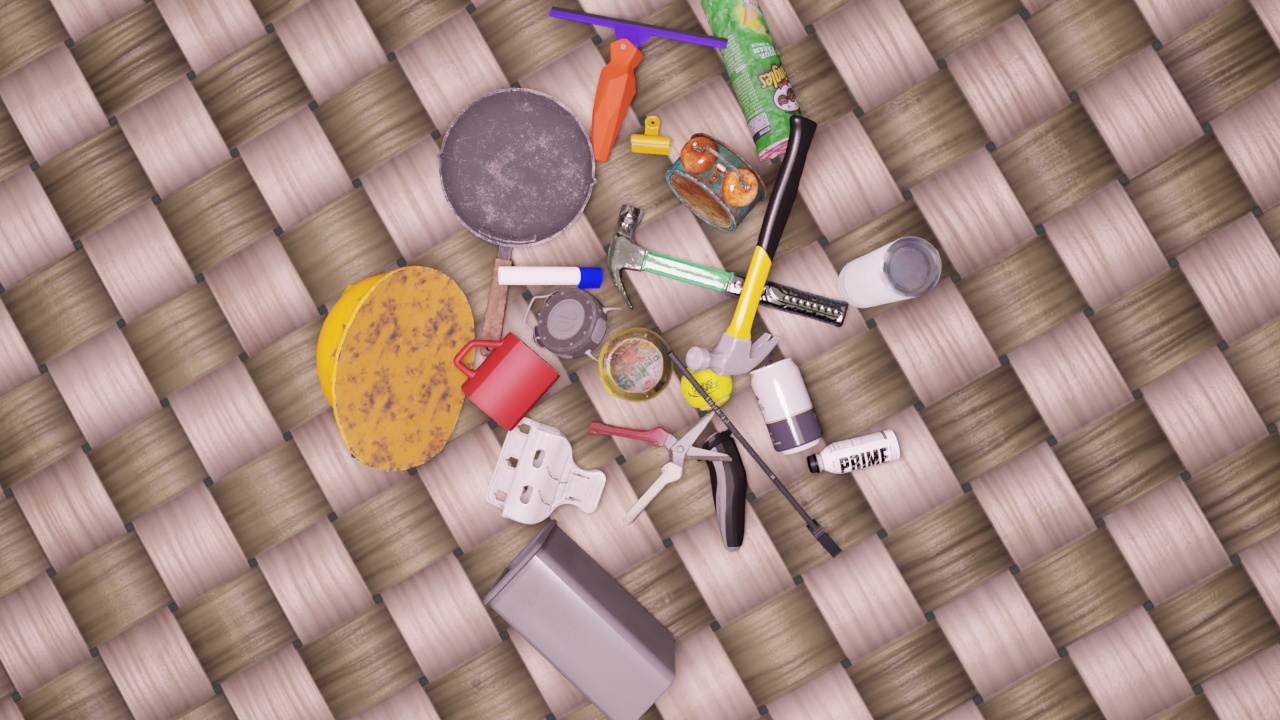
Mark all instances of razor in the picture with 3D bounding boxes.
[{"bbox_3d":[0.112,0.169,1.185,0.060,0.057,0.156,-16,88,34],"label":"razor"}]

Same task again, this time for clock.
[{"bbox_3d":[-0.090,-0.047,1.189,0.123,0.043,0.091,16,80,31],"label":"clock"},{"bbox_3d":[0.098,-0.228,1.136,0.121,0.158,0.073,39,84,2],"label":"clock"}]

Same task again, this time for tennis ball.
[{"bbox_3d":[0.085,0.031,1.178,0.065,0.065,0.065,0,89,2],"label":"tennis ball"}]

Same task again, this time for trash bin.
[{"bbox_3d":[-0.068,0.315,1.120,0.220,0.192,0.097,43,91,1],"label":"trash bin"}]

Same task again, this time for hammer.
[{"bbox_3d":[0.112,-0.100,1.197,0.319,0.032,0.130,15,89,2],"label":"hammer"},{"bbox_3d":[0.152,-0.135,1.118,0.127,0.029,0.324,8,104,-40],"label":"hammer"},{"bbox_3d":[0.138,0.114,1.126,0.015,0.095,0.325,-40,100,1],"label":"hammer"}]

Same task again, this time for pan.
[{"bbox_3d":[-0.173,-0.174,1.208,0.207,0.040,0.357,10,97,1],"label":"pan"}]

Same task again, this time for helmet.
[{"bbox_3d":[-0.326,-0.002,1.155,0.131,0.204,0.255,18,106,37],"label":"helmet"}]

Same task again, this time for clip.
[{"bbox_3d":[-0.121,0.152,1.181,0.151,0.110,0.126,20,92,13],"label":"clip"},{"bbox_3d":[0.014,-0.296,1.206,0.054,0.046,0.048,6,114,4],"label":"clip"}]

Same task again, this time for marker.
[{"bbox_3d":[-0.116,-0.108,1.187,0.133,0.023,0.027,-1,128,-17],"label":"marker"}]

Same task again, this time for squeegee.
[{"bbox_3d":[-0.032,-0.349,1.186,0.250,0.055,0.185,17,98,18],"label":"squeegee"}]

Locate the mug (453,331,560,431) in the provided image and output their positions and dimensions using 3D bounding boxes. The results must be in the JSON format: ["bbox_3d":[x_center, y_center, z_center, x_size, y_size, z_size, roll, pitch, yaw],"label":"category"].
[{"bbox_3d":[-0.178,0.016,1.172,0.116,0.080,0.096,42,87,-19],"label":"mug"}]

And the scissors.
[{"bbox_3d":[0.019,0.135,1.183,0.199,0.015,0.179,14,102,20],"label":"scissors"}]

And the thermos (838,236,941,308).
[{"bbox_3d":[0.289,-0.100,1.089,0.068,0.230,0.068,0,90,0],"label":"thermos"}]

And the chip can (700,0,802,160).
[{"bbox_3d":[0.146,-0.376,1.179,0.075,0.075,0.223,-20,88,2],"label":"chip can"}]

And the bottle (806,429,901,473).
[{"bbox_3d":[0.273,0.121,1.181,0.116,0.041,0.041,-14,88,2],"label":"bottle"}]

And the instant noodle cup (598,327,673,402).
[{"bbox_3d":[-0.007,0.007,1.161,0.102,0.108,0.102,0,90,0],"label":"instant noodle cup"}]

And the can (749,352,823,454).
[{"bbox_3d":[0.183,0.053,1.174,0.064,0.064,0.127,-20,88,2],"label":"can"}]
